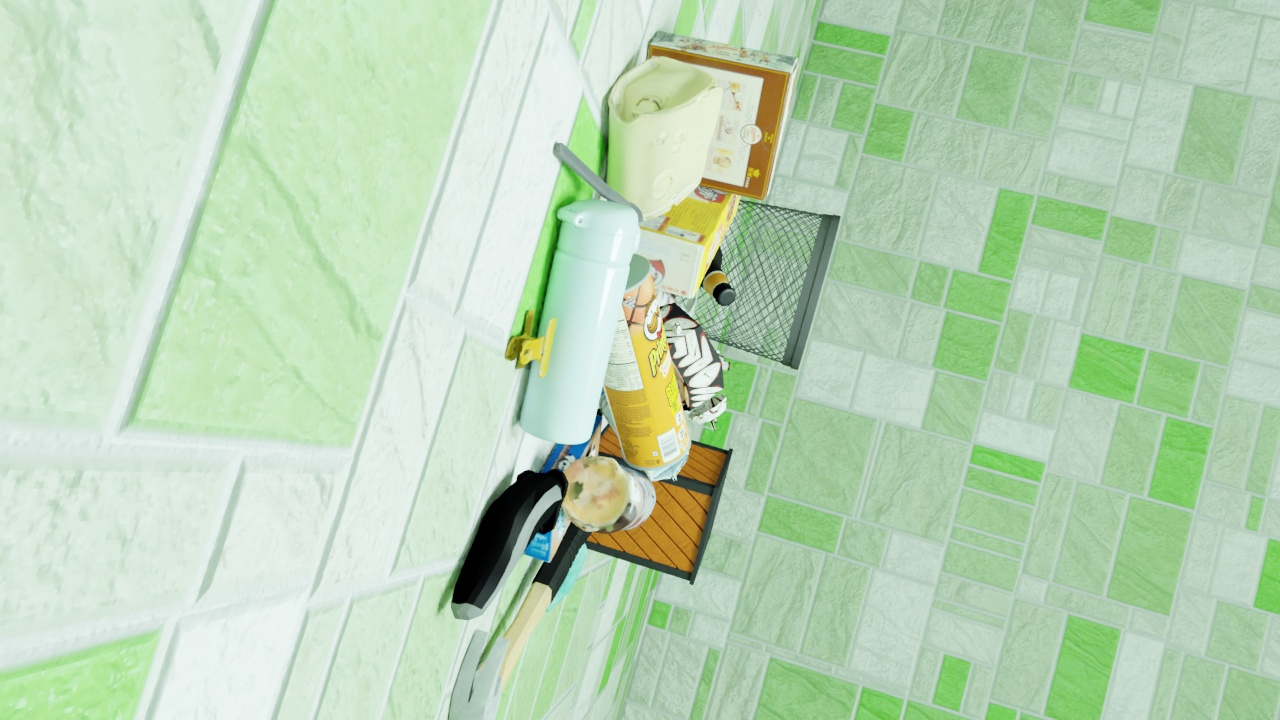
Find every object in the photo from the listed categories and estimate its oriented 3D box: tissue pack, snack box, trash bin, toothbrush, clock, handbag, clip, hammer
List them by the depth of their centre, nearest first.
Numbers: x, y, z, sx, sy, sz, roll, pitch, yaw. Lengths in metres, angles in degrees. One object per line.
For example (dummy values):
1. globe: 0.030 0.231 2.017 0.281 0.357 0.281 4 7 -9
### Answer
1. clip: -0.092 -0.012 0.741 0.049 0.045 0.054 0 112 -36
2. toothbrush: -0.033 -0.146 0.772 0.167 0.013 0.012 28 60 -67
3. handbag: 0.013 -0.203 0.856 0.110 0.081 0.119 -48 159 -39
4. snack box: 0.075 -0.249 0.942 0.041 0.147 0.143 -65 166 -48
5. hammer: -0.112 0.259 0.979 0.327 0.039 0.131 -58 159 -55
6. snack box: -0.083 0.132 0.986 0.150 0.034 0.087 -62 164 -52
7. snack box: 0.038 -0.157 0.989 0.229 0.110 0.062 -62 165 -54
8. clock: 0.050 0.009 0.995 0.065 0.115 0.155 -33 121 -18
9. tissue pack: -0.002 0.069 1.045 0.062 0.144 0.093 -35 -160 1
10. trash bin: 0.016 0.182 1.230 0.139 0.172 0.140 -49 153 -70
11. trash bin: 0.138 -0.122 1.281 0.217 0.227 0.217 17 89 -81

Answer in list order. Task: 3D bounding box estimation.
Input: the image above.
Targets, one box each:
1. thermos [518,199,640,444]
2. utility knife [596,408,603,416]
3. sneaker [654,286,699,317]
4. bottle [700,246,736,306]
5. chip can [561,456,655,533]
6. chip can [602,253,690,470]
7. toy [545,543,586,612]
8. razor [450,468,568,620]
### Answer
1. thermos: -0.052 -0.034 0.786 0.077 0.065 0.207 3 107 -40
2. utility knife: -0.074 0.141 1.111 0.030 0.017 0.179 -10 115 -75
3. sneaker: 0.015 -0.055 1.089 0.241 0.088 0.118 47 59 -78
4. bottle: 0.062 -0.119 1.051 0.181 0.059 0.059 -121 -148 -48
5. chip can: -0.027 0.146 0.979 0.229 0.080 0.079 54 52 -78
6. chip can: -0.005 0.005 0.905 0.075 0.075 0.215 -64 148 -48
7. toy: -0.096 0.259 1.139 0.084 0.033 0.105 -54 161 -36
8. razor: -0.115 0.153 0.776 0.155 0.057 0.060 -50 127 -50
